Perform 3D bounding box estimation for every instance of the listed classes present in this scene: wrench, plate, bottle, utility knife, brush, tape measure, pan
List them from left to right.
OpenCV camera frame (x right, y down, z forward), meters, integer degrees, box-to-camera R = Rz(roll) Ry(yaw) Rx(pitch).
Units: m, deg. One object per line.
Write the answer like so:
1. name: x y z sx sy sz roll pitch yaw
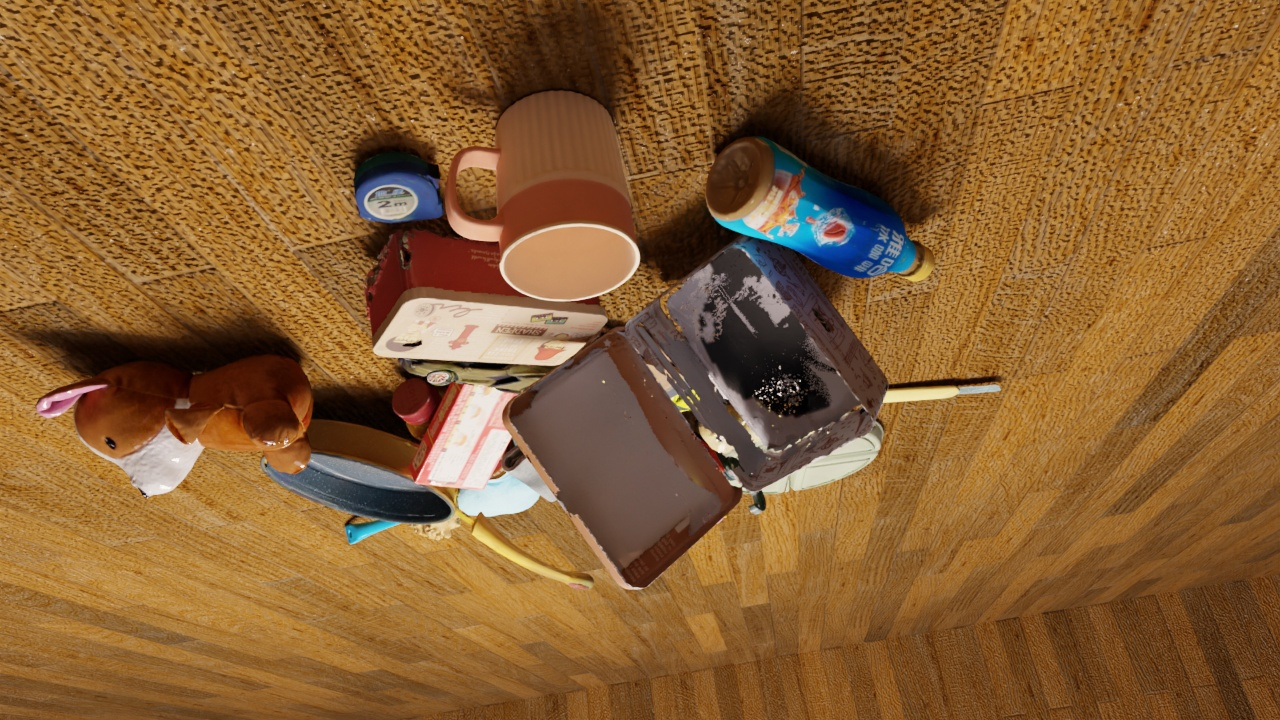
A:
1. brush: -0.297 0.191 1.113 0.255 0.083 0.045 -23 173 41
2. tape measure: -0.161 -0.115 0.608 0.058 0.025 0.055 -8 151 -9
3. pan: -0.211 0.156 0.945 0.357 0.078 0.198 17 153 -11
4. bottle: -0.185 0.069 0.915 0.057 0.057 0.175 -15 152 12
5. wrench: 0.061 0.097 1.012 0.016 0.056 0.273 -31 132 24
6. plate: 0.196 0.123 1.163 0.230 0.027 0.231 -7 152 -4
7. bottle: 0.144 -0.100 0.681 0.218 0.065 0.065 15 144 -39
8. utility knife: 0.316 0.040 1.046 0.205 0.021 0.031 1 155 -3

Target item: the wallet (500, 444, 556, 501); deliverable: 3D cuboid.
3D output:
1. wallet: -0.083 0.103 0.996 0.106 0.037 0.130 -39 153 -3

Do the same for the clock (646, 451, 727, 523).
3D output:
1. clock: 0.044 0.134 1.049 0.158 0.117 0.060 19 130 -39

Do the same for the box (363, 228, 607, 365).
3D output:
1. box: -0.120 -0.050 0.705 0.168 0.076 0.092 4 150 -36

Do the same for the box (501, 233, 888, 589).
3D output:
1. box: 0.045 0.032 0.723 0.271 0.179 0.134 -36 -177 3

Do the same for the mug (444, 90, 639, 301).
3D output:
1. mug: -0.063 -0.103 0.570 0.114 0.105 0.082 2 151 -19

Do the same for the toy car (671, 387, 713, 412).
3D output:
1. toy car: 0.062 0.026 0.933 0.048 0.032 0.105 15 143 -37

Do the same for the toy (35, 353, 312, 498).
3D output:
1. toy: -0.383 0.054 0.776 0.199 0.130 0.140 6 156 -8

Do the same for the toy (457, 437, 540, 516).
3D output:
1. toy: -0.159 0.139 1.067 0.161 0.049 0.156 -19 141 12

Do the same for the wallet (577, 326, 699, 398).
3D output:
1. wallet: -0.005 0.005 0.877 0.115 0.033 0.090 14 146 -30

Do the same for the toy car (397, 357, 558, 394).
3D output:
1. toy car: -0.128 -0.009 0.769 0.158 0.070 0.042 8 144 -30

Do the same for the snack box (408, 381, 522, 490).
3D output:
1. snack box: -0.150 0.052 0.849 0.075 0.025 0.153 13 116 -39

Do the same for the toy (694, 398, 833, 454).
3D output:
1. toy: 0.139 0.071 1.003 0.157 0.066 0.105 1 169 -2

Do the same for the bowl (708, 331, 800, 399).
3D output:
1. bowl: 0.112 -0.017 0.829 0.118 0.064 0.118 -7 153 -4
